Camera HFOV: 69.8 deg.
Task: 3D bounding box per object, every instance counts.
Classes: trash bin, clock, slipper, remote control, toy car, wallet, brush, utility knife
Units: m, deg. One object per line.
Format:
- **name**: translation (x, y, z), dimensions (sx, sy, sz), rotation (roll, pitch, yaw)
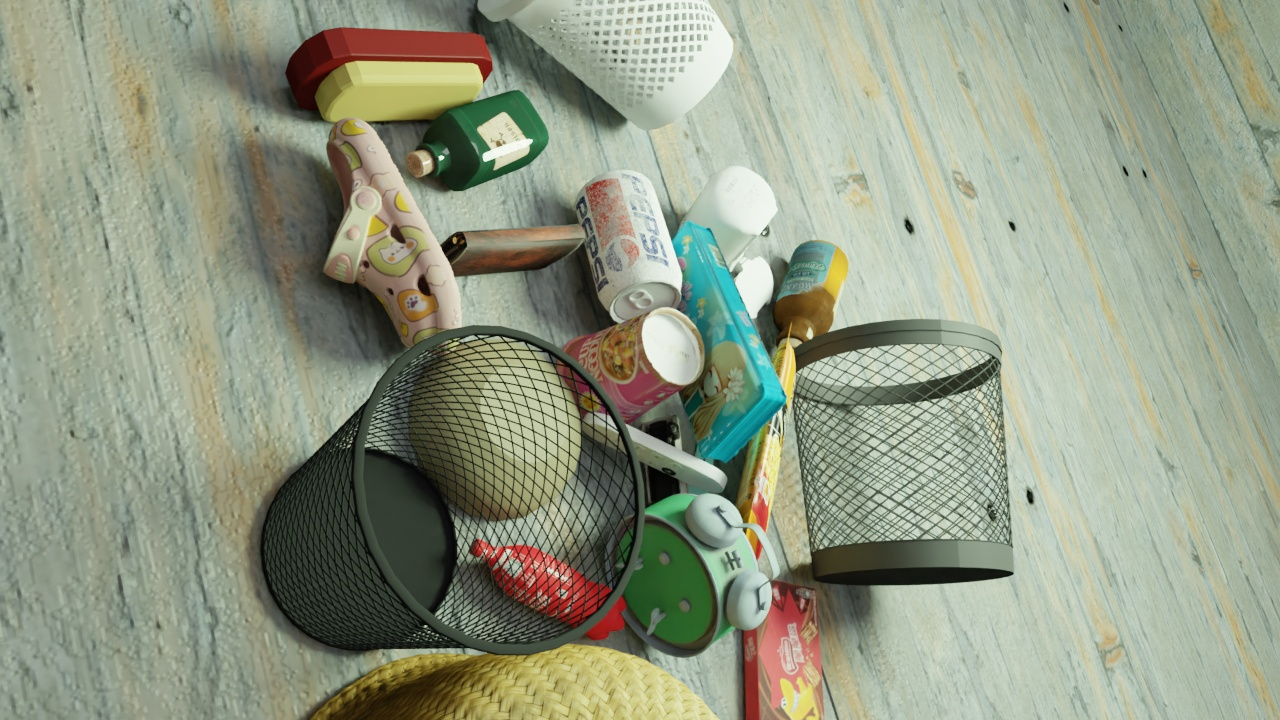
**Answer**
- **trash bin**: translation (-0.020, -0.347, 0.911), dimensions (0.199, 0.196, 0.195), rotation (40, 50, -33)
- **clock**: translation (0.043, 0.169, 0.739), dimensions (0.075, 0.162, 0.122), rotation (-19, 83, -45)
- **slipper**: translation (-0.206, -0.087, 0.701), dimensions (0.081, 0.093, 0.197), rotation (-24, 86, -24)
- **trash bin**: translation (0.263, 0.103, 0.928), dimensions (0.217, 0.218, 0.227), rotation (14, 67, -36)
- **remote control**: translation (0.012, 0.080, 0.796), dimensions (0.136, 0.043, 0.013), rotation (26, 66, -3)
- **toy car**: translation (0.027, 0.109, 0.841), dimensions (0.039, 0.039, 0.113), rotation (27, 52, -55)
- **trash bin**: translation (-0.135, 0.100, 0.583), dimensions (0.184, 0.211, 0.183), rotation (18, 61, -34)
- **wallet**: translation (-0.114, -0.093, 0.782), dimensions (0.122, 0.072, 0.019), rotation (-11, 79, -42)
- **brush**: translation (-0.201, -0.232, 0.761), dimensions (0.173, 0.082, 0.042), rotation (-17, 83, -44)
- **utility knife**: translation (0.065, 0.081, 0.900), dimensions (0.022, 0.015, 0.125), rotation (15, 56, 0)

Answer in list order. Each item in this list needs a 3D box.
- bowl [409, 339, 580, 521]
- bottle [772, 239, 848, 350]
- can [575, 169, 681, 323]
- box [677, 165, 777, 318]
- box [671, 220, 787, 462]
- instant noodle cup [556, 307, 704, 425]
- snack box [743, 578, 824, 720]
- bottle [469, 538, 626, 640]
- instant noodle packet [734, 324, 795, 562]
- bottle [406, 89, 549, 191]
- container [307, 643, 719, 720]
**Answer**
- **bowl**: translation (-0.106, 0.049, 0.741), dimensions (0.152, 0.051, 0.152), rotation (18, 61, -34)
- **bottle**: translation (0.186, -0.062, 1.029), dimensions (0.068, 0.068, 0.156), rotation (41, 50, -20)
- **can**: translation (-0.011, -0.106, 0.853), dimensions (0.078, 0.078, 0.136), rotation (12, 50, -37)
- **box**: translation (0.107, -0.119, 0.965), dimensions (0.141, 0.140, 0.083), rotation (36, 64, -4)
- **box**: translation (0.062, -0.022, 0.836), dimensions (0.041, 0.094, 0.226), rotation (14, 40, -32)
- **instant noodle cup**: translation (-0.005, 0.005, 0.808), dimensions (0.097, 0.109, 0.097), rotation (17, 61, -34)
- **snack box**: translation (0.135, 0.278, 0.867), dimensions (0.089, 0.021, 0.132), rotation (19, 60, -35)
- **bottle**: translation (-0.073, 0.176, 0.720), dimensions (0.141, 0.042, 0.041), rotation (35, 52, -24)
- **instant noodle packet**: translation (0.114, 0.096, 0.858), dimensions (0.032, 0.160, 0.220), rotation (12, 55, 9)
- **bottle**: translation (-0.148, -0.188, 0.802), dimensions (0.131, 0.061, 0.061), rotation (-35, 93, -44)
- **container**: translation (-0.066, 0.322, 0.558), dimensions (0.306, 0.197, 0.306), rotation (19, 58, -35)
